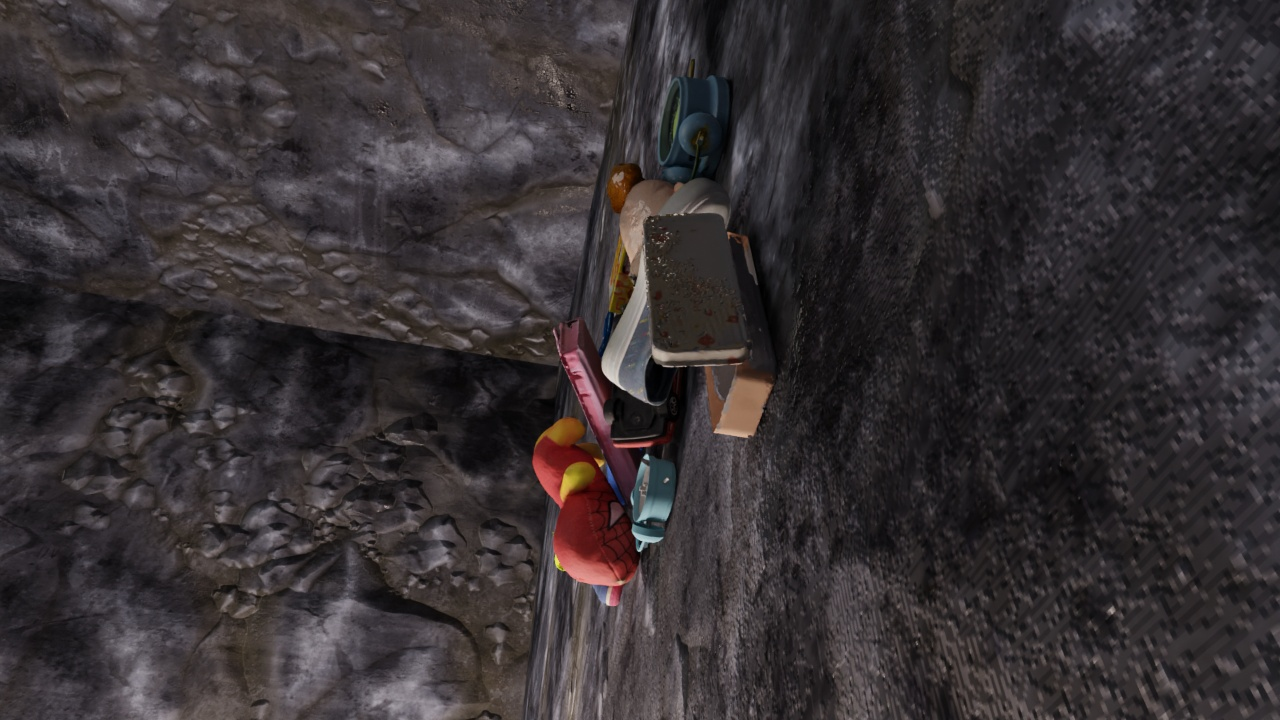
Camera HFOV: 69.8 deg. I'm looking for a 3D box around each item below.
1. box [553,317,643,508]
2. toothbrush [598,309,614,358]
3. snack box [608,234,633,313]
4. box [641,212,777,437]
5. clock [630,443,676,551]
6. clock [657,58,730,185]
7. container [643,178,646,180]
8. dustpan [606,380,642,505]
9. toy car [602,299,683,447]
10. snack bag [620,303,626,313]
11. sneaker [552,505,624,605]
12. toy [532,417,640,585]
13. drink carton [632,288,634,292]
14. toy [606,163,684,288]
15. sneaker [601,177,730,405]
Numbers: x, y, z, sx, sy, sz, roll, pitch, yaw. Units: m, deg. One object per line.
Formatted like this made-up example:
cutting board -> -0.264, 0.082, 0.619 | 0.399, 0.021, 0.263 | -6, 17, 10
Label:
box -> -0.049, 0.066, 1.106 | 0.097, 0.046, 0.233 | -94, -16, -60
toothbrush -> -0.053, -0.018, 1.279 | 0.021, 0.016, 0.132 | 129, 159, -69
snack box -> -0.013, -0.141, 1.149 | 0.075, 0.025, 0.153 | -94, 15, -57
box -> 0.058, -0.034, 0.756 | 0.215, 0.095, 0.108 | -92, -11, -54
clock -> 0.008, 0.156, 1.005 | 0.087, 0.042, 0.123 | -93, 16, -57
clock -> 0.060, -0.254, 1.036 | 0.118, 0.060, 0.161 | 111, 162, -49
container -> 0.020, -0.188, 1.240 | 0.063, 0.061, 0.113 | 107, 169, -46
dustpan -> -0.021, 0.027, 1.258 | 0.245, 0.059, 0.258 | -90, -2, -48
toy car -> 0.009, 0.008, 1.038 | 0.056, 0.082, 0.189 | 43, -133, -50
snack bag -> -0.007, 0.007, 1.120 | 0.087, 0.044, 0.155 | 15, -116, -68
sneaker -> -0.068, 0.256, 1.256 | 0.241, 0.091, 0.116 | -110, 32, -73
toy -> -0.066, 0.182, 1.131 | 0.147, 0.099, 0.216 | 47, -162, -53
drink carton -> -0.001, -0.115, 1.369 | 0.069, 0.039, 0.122 | 58, -155, -45
toy -> 0.018, -0.149, 1.016 | 0.133, 0.076, 0.176 | -50, 60, 37
sneaker -> 0.039, -0.060, 0.899 | 0.079, 0.087, 0.236 | 44, 122, 37
